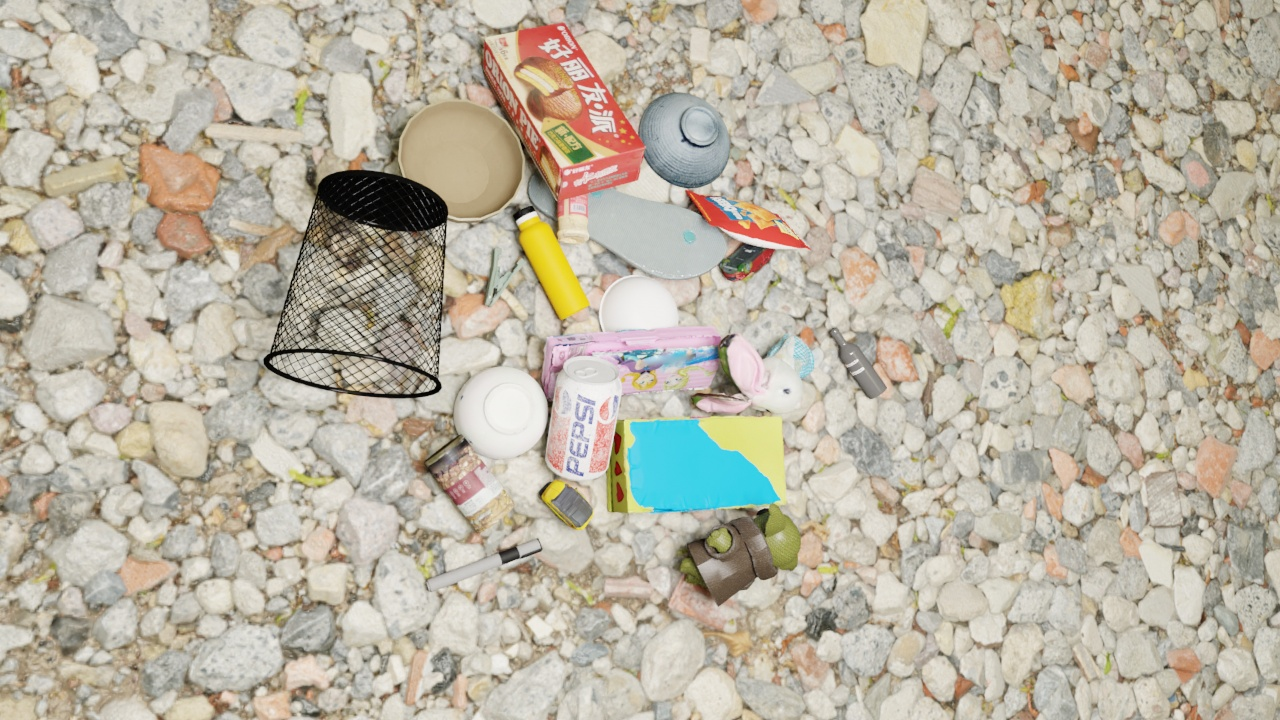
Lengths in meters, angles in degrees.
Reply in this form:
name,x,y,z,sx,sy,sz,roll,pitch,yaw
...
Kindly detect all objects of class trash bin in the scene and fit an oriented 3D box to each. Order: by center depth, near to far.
name,x,y,z,sx,sy,sz,roll,pitch,yaw
trash bin,-0.299,-0.082,1.013,0.184,0.184,0.210,10,73,-19

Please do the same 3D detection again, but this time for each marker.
name,x,y,z,sx,sy,sz,roll,pitch,yaw
marker,-0.184,0.243,1.087,0.140,0.016,0.016,-17,88,-21

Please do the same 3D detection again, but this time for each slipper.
name,x,y,z,sx,sy,sz,roll,pitch,yaw
slipper,-0.021,-0.172,1.196,0.269,0.055,0.098,22,78,-5

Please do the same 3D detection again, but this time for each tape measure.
name,x,y,z,sx,sy,sz,roll,pitch,yaw
tape measure,-0.086,0.173,1.108,0.065,0.064,0.037,45,71,-10

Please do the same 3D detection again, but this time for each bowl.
name,x,y,z,sx,sy,sz,roll,pitch,yaw
bowl,-0.163,0.061,1.097,0.113,0.063,0.113,3,80,-19
bowl,-0.221,-0.238,1.124,0.152,0.051,0.152,3,81,-20
bowl,0.005,-0.061,1.187,0.109,0.041,0.110,3,81,-20
bowl,0.071,-0.307,1.238,0.137,0.057,0.137,3,81,-20

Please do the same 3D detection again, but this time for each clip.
name,x,y,z,sx,sy,sz,roll,pitch,yaw
clip,-0.175,-0.100,1.137,0.059,0.023,0.076,24,73,-14

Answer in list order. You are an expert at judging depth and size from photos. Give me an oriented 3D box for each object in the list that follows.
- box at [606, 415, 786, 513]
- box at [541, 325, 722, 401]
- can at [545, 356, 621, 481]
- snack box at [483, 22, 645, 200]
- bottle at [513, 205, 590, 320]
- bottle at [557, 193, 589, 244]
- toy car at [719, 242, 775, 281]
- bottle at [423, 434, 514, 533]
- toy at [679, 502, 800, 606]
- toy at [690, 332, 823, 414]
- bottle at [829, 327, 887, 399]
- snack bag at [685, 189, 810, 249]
name,x,y,z,sx,sy,sz,roll,pitch,yaw
box,0.069,0.131,1.166,0.220,0.081,0.124,-2,83,-18
box,-0.006,0.008,1.151,0.230,0.053,0.085,-4,122,-21
can,-0.068,0.070,1.091,0.078,0.078,0.136,0,119,-20
snack box,-0.097,-0.309,1.126,0.113,0.060,0.236,-19,64,-22
bottle,-0.115,-0.124,1.151,0.043,0.043,0.143,-28,93,-22
bottle,-0.085,-0.202,1.145,0.044,0.044,0.109,2,82,-20
toy car,0.148,-0.140,1.251,0.091,0.042,0.036,-41,129,-26
bottle,-0.200,0.144,1.074,0.056,0.056,0.105,-39,97,-21
toy,0.126,0.240,1.145,0.153,0.179,0.078,-26,51,-1
toy,0.177,0.028,1.196,0.204,0.131,0.105,-12,52,-44
bottle,0.303,0.001,1.293,0.030,0.030,0.113,-39,96,-21
snack bag,0.140,-0.185,1.222,0.144,0.130,0.039,11,117,-18
